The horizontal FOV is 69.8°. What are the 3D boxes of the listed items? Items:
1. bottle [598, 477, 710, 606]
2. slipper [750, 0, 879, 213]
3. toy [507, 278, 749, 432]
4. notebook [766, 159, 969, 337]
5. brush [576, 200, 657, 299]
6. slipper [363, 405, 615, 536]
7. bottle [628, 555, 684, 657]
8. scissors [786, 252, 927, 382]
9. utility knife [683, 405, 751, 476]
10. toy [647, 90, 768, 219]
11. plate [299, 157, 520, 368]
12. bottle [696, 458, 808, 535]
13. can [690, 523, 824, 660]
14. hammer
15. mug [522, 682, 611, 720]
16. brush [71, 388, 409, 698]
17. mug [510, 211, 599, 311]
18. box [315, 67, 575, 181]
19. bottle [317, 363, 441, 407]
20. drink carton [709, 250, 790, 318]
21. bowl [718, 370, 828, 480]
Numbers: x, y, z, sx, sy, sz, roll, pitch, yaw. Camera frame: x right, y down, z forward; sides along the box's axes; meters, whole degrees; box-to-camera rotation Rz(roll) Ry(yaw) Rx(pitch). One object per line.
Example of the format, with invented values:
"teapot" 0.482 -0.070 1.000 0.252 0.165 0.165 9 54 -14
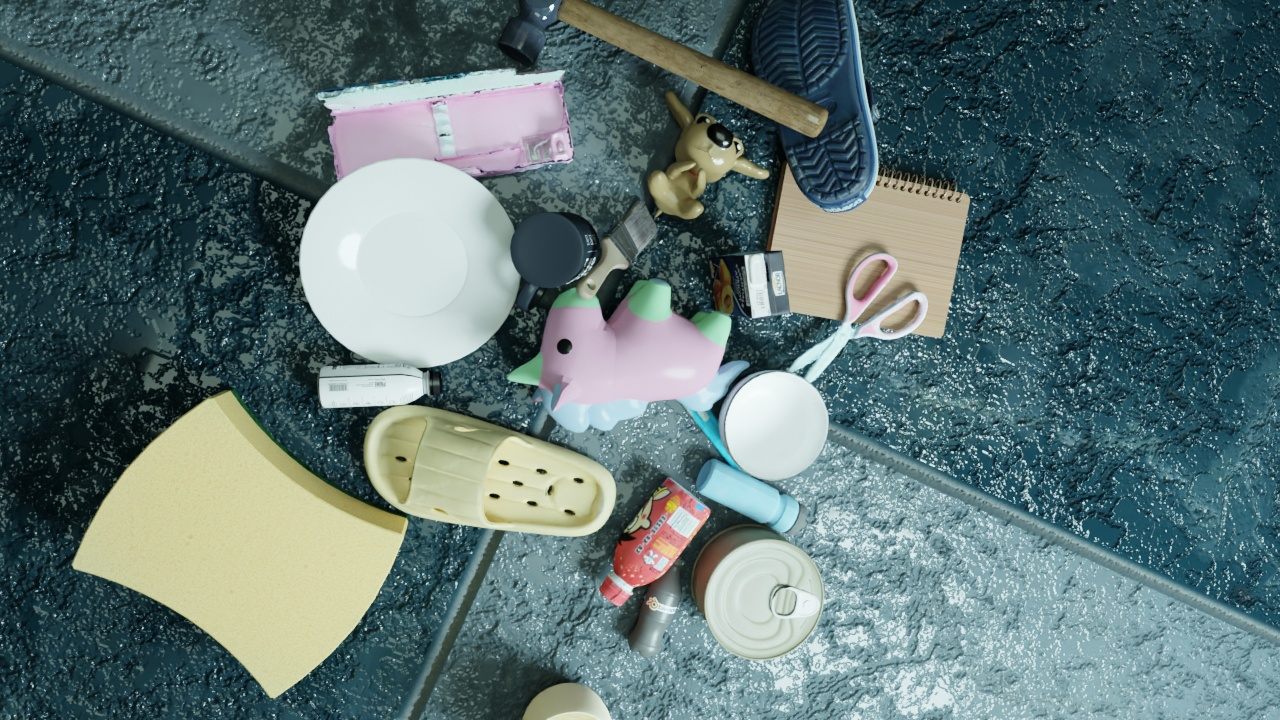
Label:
"bottle" 0.010 0.192 0.954 0.062 0.062 0.137 39 87 -11
"slipper" 0.183 -0.266 0.931 0.105 0.095 0.252 -14 77 28
"toy" -0.005 0.005 0.916 0.222 0.120 0.171 26 85 -16
"notebook" 0.242 -0.124 0.986 0.210 0.022 0.169 9 94 -10
"brush" -0.023 -0.107 0.903 0.039 0.012 0.150 51 45 -16
"slipper" -0.149 0.123 0.914 0.261 0.079 0.111 15 96 -11
"bottle" 0.020 0.260 0.975 0.036 0.036 0.110 21 91 -11
"scissors" 0.234 -0.023 0.979 0.105 0.016 0.179 38 89 -12
"utility knife" 0.082 0.082 0.981 0.022 0.015 0.124 -36 102 -3
"toy" 0.054 -0.194 0.914 0.134 0.106 0.108 38 77 -7
"plate" -0.222 -0.093 0.896 0.208 0.015 0.209 -4 111 -12
"bottle" 0.124 0.149 0.981 0.130 0.040 0.040 27 90 -11
"can" 0.121 0.242 0.972 0.127 0.073 0.128 -1 95 -10
"hammer" 0.031 -0.295 0.885 0.322 0.040 0.129 26 88 6
"mug" -0.086 0.386 0.936 0.120 0.100 0.096 -16 96 -6
"brush" -0.372 0.172 0.879 0.250 0.075 0.195 39 88 -11
"mug" -0.090 -0.094 0.897 0.071 0.077 0.105 31 102 3
"box" -0.177 -0.217 0.863 0.230 0.105 0.086 -11 96 -8
"bottle" -0.255 0.024 0.904 0.116 0.041 0.041 -2 95 -10
"drink carton" 0.107 -0.075 0.912 0.040 0.130 0.064 -10 97 -10
"bowl" 0.133 0.065 0.963 0.113 0.063 0.113 -1 94 -11
